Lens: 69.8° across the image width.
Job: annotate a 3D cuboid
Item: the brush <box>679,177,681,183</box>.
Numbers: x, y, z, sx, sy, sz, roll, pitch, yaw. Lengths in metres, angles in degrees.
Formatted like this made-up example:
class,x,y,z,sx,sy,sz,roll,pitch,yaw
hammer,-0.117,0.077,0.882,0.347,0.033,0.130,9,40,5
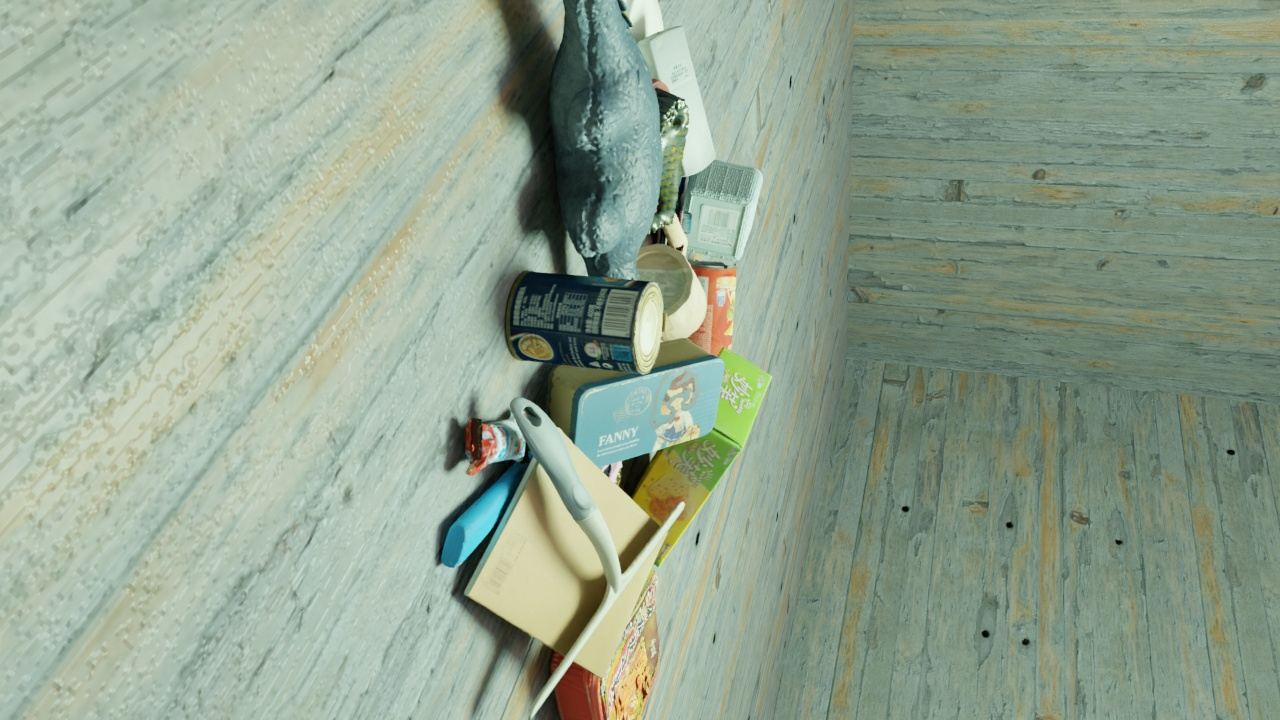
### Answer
class,x,y,z,sx,sy,sz,roll,pitch,yaw
brush,0.028,-0.222,0.942,0.055,0.074,0.143,29,61,-29

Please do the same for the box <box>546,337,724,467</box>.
class,x,y,z,sx,sy,sz,roll,pitch,yaw
box,-0.010,0.038,0.836,0.183,0.059,0.090,-16,123,-36

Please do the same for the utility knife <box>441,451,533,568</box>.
class,x,y,z,sx,sy,sz,roll,pitch,yaw
utility knife,-0.111,0.107,0.732,0.166,0.018,0.034,-49,155,-62

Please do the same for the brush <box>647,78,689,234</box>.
class,x,y,z,sx,sy,sz,roll,pitch,yaw
brush,0.000,-0.191,0.853,0.063,0.069,0.146,-33,144,-42

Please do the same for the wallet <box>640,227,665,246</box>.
class,x,y,z,sx,sy,sz,roll,pitch,yaw
wallet,0.014,-0.160,1.027,0.122,0.020,0.096,46,53,-71

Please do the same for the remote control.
class,x,y,z,sx,sy,sz,roll,pitch,yaw
remote control,0.036,-0.245,0.877,0.056,0.019,0.135,-40,123,-39

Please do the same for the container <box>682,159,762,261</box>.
class,x,y,z,sx,sy,sz,roll,pitch,yaw
container,0.093,-0.179,1.100,0.111,0.090,0.090,-71,172,-60

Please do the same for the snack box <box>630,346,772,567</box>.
class,x,y,z,sx,sy,sz,roll,pitch,yaw
snack box,0.057,0.109,1.033,0.211,0.070,0.157,-60,178,35

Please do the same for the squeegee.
class,x,y,z,sx,sy,sz,roll,pitch,yaw
squeegee,-0.047,0.127,0.746,0.245,0.039,0.247,-48,132,-36

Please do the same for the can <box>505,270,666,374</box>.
class,x,y,z,sx,sy,sz,roll,pitch,yaw
can,-0.042,-0.031,0.741,0.075,0.111,0.075,7,89,-72

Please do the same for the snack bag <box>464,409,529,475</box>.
class,x,y,z,sx,sy,sz,roll,pitch,yaw
snack bag,-0.109,0.063,0.707,0.105,0.026,0.045,-2,89,-73

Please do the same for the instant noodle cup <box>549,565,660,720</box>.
class,x,y,z,sx,sy,sz,roll,pitch,yaw
instant noodle cup,-0.033,0.314,0.952,0.164,0.079,0.189,-60,150,-50

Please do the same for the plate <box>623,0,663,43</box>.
class,x,y,z,sx,sy,sz,roll,pitch,yaw
plate,-0.009,-0.298,0.876,0.163,0.034,0.164,53,47,-65

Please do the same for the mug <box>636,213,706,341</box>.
class,x,y,z,sx,sy,sz,roll,pitch,yaw
mug,0.026,-0.089,0.958,0.103,0.084,0.124,46,53,-76

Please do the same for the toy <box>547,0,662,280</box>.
class,x,y,z,sx,sy,sz,roll,pitch,yaw
toy,-0.027,-0.169,0.751,0.137,0.091,0.357,-93,179,-49

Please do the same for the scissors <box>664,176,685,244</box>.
class,x,y,z,sx,sy,sz,roll,pitch,yaw
scissors,0.039,-0.180,1.063,0.146,0.012,0.169,-57,151,-69

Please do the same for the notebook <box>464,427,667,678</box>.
class,x,y,z,sx,sy,sz,roll,pitch,yaw
notebook,-0.054,0.171,0.788,0.211,0.012,0.149,50,58,-45

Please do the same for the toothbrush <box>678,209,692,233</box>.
class,x,y,z,sx,sy,sz,roll,pitch,yaw
toothbrush,0.046,-0.105,1.090,0.188,0.017,0.016,94,8,-49

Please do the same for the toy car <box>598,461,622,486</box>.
class,x,y,z,sx,sy,sz,roll,pitch,yaw
toy car,-0.056,0.121,0.848,0.122,0.056,0.037,-62,156,-49

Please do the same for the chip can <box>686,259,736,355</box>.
class,x,y,z,sx,sy,sz,roll,pitch,yaw
chip can,0.086,-0.022,1.217,0.073,0.073,0.217,-30,124,-68

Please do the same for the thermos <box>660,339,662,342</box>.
class,x,y,z,sx,sy,sz,roll,pitch,yaw
thermos,-0.005,0.005,0.924,0.143,0.093,0.092,52,47,-54
